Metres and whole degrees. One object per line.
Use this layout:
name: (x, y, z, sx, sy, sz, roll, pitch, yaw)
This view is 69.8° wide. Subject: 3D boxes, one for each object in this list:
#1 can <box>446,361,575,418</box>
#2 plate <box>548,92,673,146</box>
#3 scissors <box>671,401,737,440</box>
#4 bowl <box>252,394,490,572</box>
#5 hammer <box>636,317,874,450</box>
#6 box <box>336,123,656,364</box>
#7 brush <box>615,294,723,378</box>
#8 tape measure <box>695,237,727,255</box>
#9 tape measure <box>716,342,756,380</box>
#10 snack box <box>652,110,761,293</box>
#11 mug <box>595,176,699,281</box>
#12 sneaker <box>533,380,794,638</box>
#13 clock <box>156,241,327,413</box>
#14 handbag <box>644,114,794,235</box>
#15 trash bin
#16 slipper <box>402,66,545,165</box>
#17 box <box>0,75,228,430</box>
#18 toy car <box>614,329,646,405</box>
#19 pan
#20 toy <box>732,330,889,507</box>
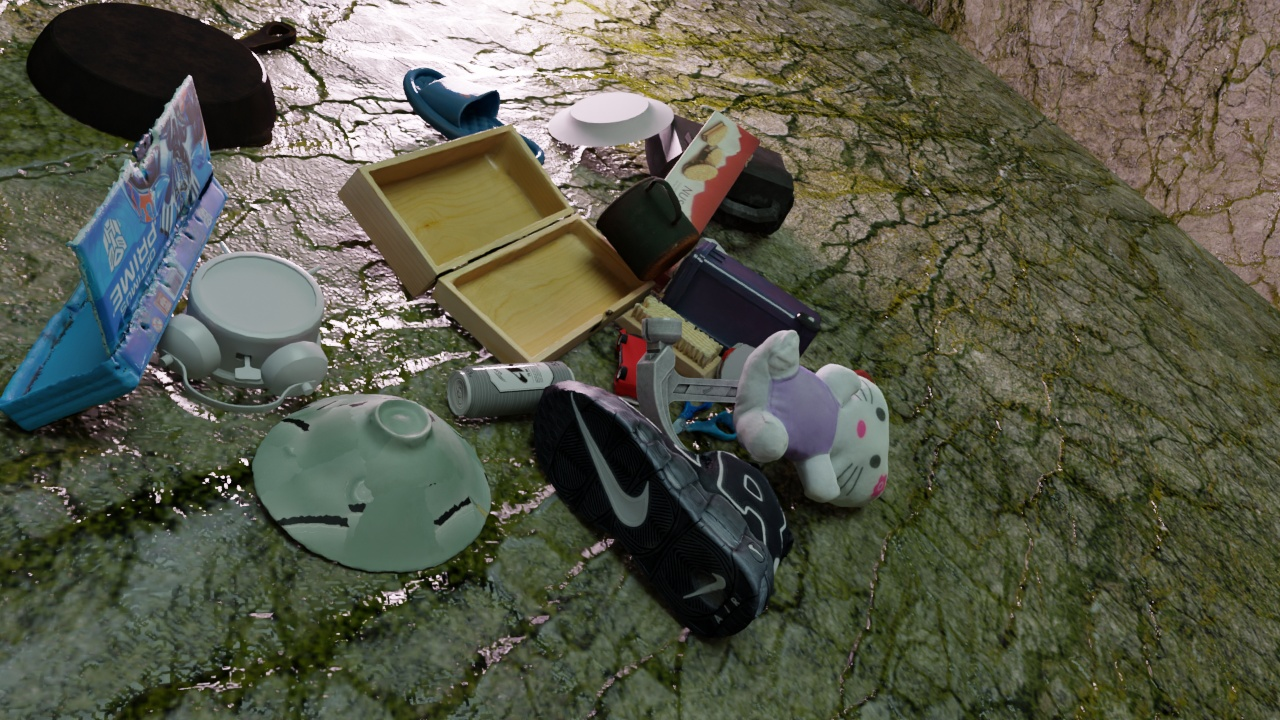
can: (-0.109, 0.024, 0.788, 0.106, 0.044, 0.044, -3, 46, -38)
plate: (-0.042, -0.338, 1.256, 0.173, 0.019, 0.172, -4, 37, 3)
scissors: (0.035, 0.059, 0.879, 0.133, 0.016, 0.073, -15, 58, -39)
bowl: (-0.181, 0.065, 0.664, 0.174, 0.068, 0.174, 21, 34, -15)
hammer: (0.127, 0.032, 0.905, 0.315, 0.036, 0.126, 3, 86, -38)
box: (-0.133, -0.118, 0.935, 0.257, 0.076, 0.246, 43, 37, 6)
brush: (0.034, -0.024, 0.958, 0.117, 0.039, 0.049, 38, 34, 12)
tape measure: (0.079, -0.103, 1.072, 0.016, 0.064, 0.065, 3, 35, -33)
tape measure: (0.109, 0.017, 0.941, 0.060, 0.062, 0.020, 21, -1, -11)
snack box: (0.060, -0.198, 1.109, 0.076, 0.044, 0.272, 34, 56, -1)
mug: (0.015, -0.144, 0.971, 0.084, 0.111, 0.081, -34, 84, -33)
sneaker: (0.033, 0.096, 0.760, 0.252, 0.097, 0.150, 45, 32, 20)
clock: (-0.299, -0.018, 0.701, 0.119, 0.061, 0.159, 13, 42, -21)
handbag: (0.114, -0.245, 1.244, 0.197, 0.103, 0.199, 14, 37, -20)
trash bin: (0.107, -0.052, 1.000, 0.161, 0.094, 0.092, 33, 25, 3)
slipper: (-0.206, -0.303, 1.132, 0.214, 0.059, 0.103, 39, 38, 12)
box: (-0.350, -0.076, 0.651, 0.075, 0.167, 0.243, 27, 32, -27)
toy car: (-0.005, 0.005, 0.904, 0.038, 0.025, 0.089, 19, 35, -14)
pan: (-0.473, -0.330, 0.987, 0.248, 0.043, 0.355, 27, 34, -2)
toy: (0.159, 0.064, 0.843, 0.209, 0.086, 0.137, 27, 65, -45)
